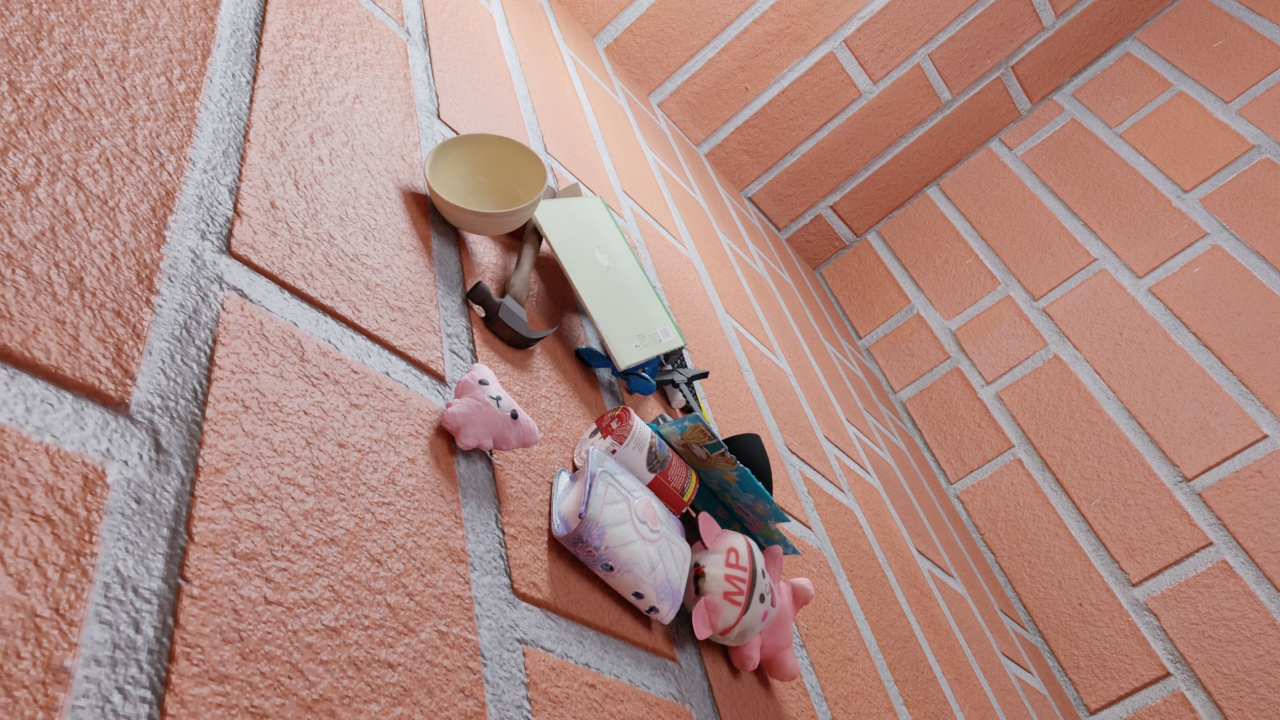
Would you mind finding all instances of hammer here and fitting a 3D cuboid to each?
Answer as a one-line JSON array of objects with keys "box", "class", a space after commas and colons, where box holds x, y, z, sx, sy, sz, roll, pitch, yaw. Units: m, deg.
[{"box": [0.111, 0.114, 1.269, 0.095, 0.015, 0.324, -4, 39, -22], "class": "hammer"}, {"box": [-0.142, -0.133, 1.166, 0.115, 0.033, 0.322, 42, 31, -26], "class": "hammer"}]

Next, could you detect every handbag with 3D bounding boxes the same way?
[{"box": [-0.016, 0.175, 0.927, 0.158, 0.069, 0.126, 46, 21, -26], "class": "handbag"}]

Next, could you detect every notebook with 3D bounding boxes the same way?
[{"box": [-0.041, -0.113, 1.243, 0.181, 0.010, 0.252, -21, 79, -56], "class": "notebook"}]

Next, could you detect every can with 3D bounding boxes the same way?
[{"box": [-0.004, 0.119, 1.021, 0.116, 0.087, 0.086, 45, 20, -23], "class": "can"}]

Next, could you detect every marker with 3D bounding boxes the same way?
[{"box": [0.038, 0.016, 1.414, 0.027, 0.023, 0.133, 97, -22, -47], "class": "marker"}]

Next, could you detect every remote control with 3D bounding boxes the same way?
[{"box": [0.059, 0.019, 1.449, 0.047, 0.022, 0.150, 25, 40, -48], "class": "remote control"}]

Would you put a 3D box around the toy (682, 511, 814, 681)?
[{"box": [0.113, 0.267, 1.018, 0.213, 0.084, 0.141, 40, 57, -42], "class": "toy"}]

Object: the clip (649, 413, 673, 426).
[{"box": [0.073, 0.141, 1.263, 0.163, 0.028, 0.107, 55, 20, 5], "class": "clip"}]

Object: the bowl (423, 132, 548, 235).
[{"box": [-0.194, -0.208, 1.144, 0.150, 0.075, 0.150, 7, 50, -8], "class": "bowl"}]

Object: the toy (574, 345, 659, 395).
[{"box": [-0.007, 0.007, 1.261, 0.113, 0.071, 0.176, 45, 16, 15], "class": "toy"}]

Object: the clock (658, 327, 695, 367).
[{"box": [0.021, -0.040, 1.401, 0.123, 0.044, 0.091, 46, 38, 17], "class": "clock"}]

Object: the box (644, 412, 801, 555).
[{"box": [0.088, 0.161, 1.104, 0.227, 0.056, 0.185, 48, -20, -10], "class": "box"}]

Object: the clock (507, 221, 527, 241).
[{"box": [-0.181, -0.221, 1.288, 0.137, 0.048, 0.096, 24, 33, -57], "class": "clock"}]

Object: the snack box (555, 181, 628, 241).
[{"box": [-0.064, -0.174, 1.395, 0.208, 0.057, 0.104, 38, 29, -65], "class": "snack box"}]

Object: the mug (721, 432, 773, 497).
[{"box": [0.149, 0.174, 1.327, 0.119, 0.085, 0.100, 82, -8, -64], "class": "mug"}]

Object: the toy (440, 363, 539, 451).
[{"box": [-0.148, 0.053, 0.860, 0.099, 0.053, 0.095, 51, 31, 5], "class": "toy"}]

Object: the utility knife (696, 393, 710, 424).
[{"box": [0.078, 0.049, 1.465, 0.030, 0.017, 0.162, 5, 47, -42], "class": "utility knife"}]
